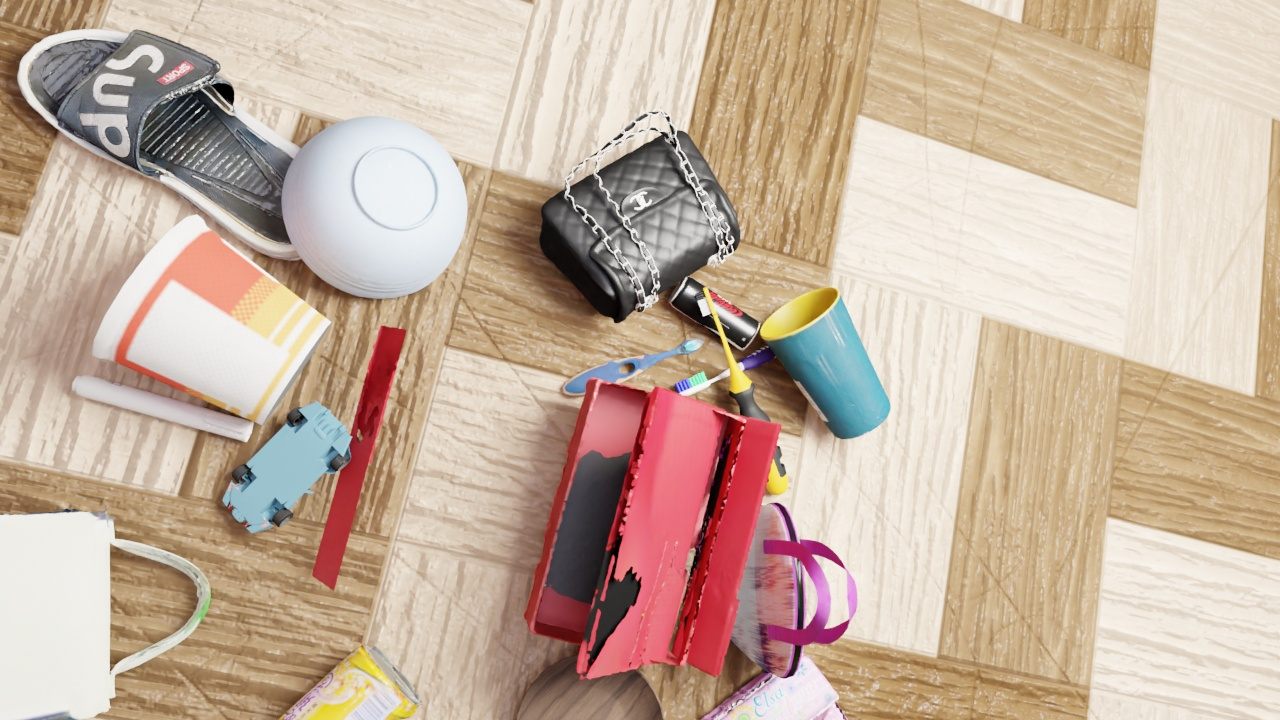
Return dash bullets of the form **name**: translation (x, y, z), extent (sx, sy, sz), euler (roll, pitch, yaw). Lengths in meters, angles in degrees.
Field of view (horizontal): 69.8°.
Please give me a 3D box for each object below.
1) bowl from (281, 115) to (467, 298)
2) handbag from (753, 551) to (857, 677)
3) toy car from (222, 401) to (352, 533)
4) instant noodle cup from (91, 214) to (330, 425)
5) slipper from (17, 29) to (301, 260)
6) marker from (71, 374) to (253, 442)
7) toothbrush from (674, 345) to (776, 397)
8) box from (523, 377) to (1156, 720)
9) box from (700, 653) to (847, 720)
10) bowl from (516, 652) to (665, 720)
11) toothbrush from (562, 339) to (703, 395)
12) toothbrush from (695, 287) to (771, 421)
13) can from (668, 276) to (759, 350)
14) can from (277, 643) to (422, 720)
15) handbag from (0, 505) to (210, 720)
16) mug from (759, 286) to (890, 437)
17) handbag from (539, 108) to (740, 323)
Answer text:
- **bowl**: translation (-0.202, -0.130, 0.732), extent (0.150, 0.075, 0.150), euler (4, 82, -29)
- **handbag**: translation (0.119, 0.181, 0.729), extent (0.068, 0.170, 0.144), euler (1, 80, -14)
- **toy car**: translation (-0.272, 0.084, 0.719), extent (0.060, 0.027, 0.107), euler (44, 88, 9)
- **instant noodle cup**: translation (-0.311, -0.022, 0.686), extent (0.121, 0.124, 0.123), euler (33, 74, -15)
- **slipper**: translation (-0.360, -0.182, 0.727), extent (0.264, 0.063, 0.111), euler (36, 74, -9)
- **marker**: translation (-0.368, 0.036, 0.707), extent (0.133, 0.020, 0.017), euler (18, 78, -11)
- **toothbrush**: translation (0.114, -0.005, 0.841), extent (0.186, 0.015, 0.016), euler (-22, 87, -17)
- **box**: translation (0.121, 0.157, 0.686), extent (0.426, 0.128, 0.212), euler (14, 85, 22)
- **box**: translation (0.070, 0.337, 0.746), extent (0.230, 0.063, 0.084), euler (-31, 88, -17)
- **bowl**: translation (-0.041, 0.297, 0.735), extent (0.119, 0.032, 0.119), euler (3, 72, -8)
- **toothbrush**: translation (-0.005, 0.005, 0.808), extent (0.135, 0.017, 0.021), euler (-19, 85, -17)
- **toothbrush**: translation (0.090, 0.028, 0.810), extent (0.031, 0.031, 0.197), euler (-20, 96, 6)
- **can**: translation (0.066, -0.043, 0.826), extent (0.080, 0.032, 0.031), euler (33, 74, -7)
- **can**: translation (-0.222, 0.269, 0.681), extent (0.105, 0.068, 0.067), euler (-42, 92, -17)
- **handbag**: translation (-0.406, 0.181, 0.658), extent (0.175, 0.074, 0.151), euler (0, 81, -34)
- **mug**: translation (0.169, 0.006, 0.815), extent (0.078, 0.078, 0.121), euler (-38, 108, -17)
- **handbag**: translation (0.006, -0.119, 0.774), extent (0.153, 0.115, 0.125), euler (-32, 78, -20)
